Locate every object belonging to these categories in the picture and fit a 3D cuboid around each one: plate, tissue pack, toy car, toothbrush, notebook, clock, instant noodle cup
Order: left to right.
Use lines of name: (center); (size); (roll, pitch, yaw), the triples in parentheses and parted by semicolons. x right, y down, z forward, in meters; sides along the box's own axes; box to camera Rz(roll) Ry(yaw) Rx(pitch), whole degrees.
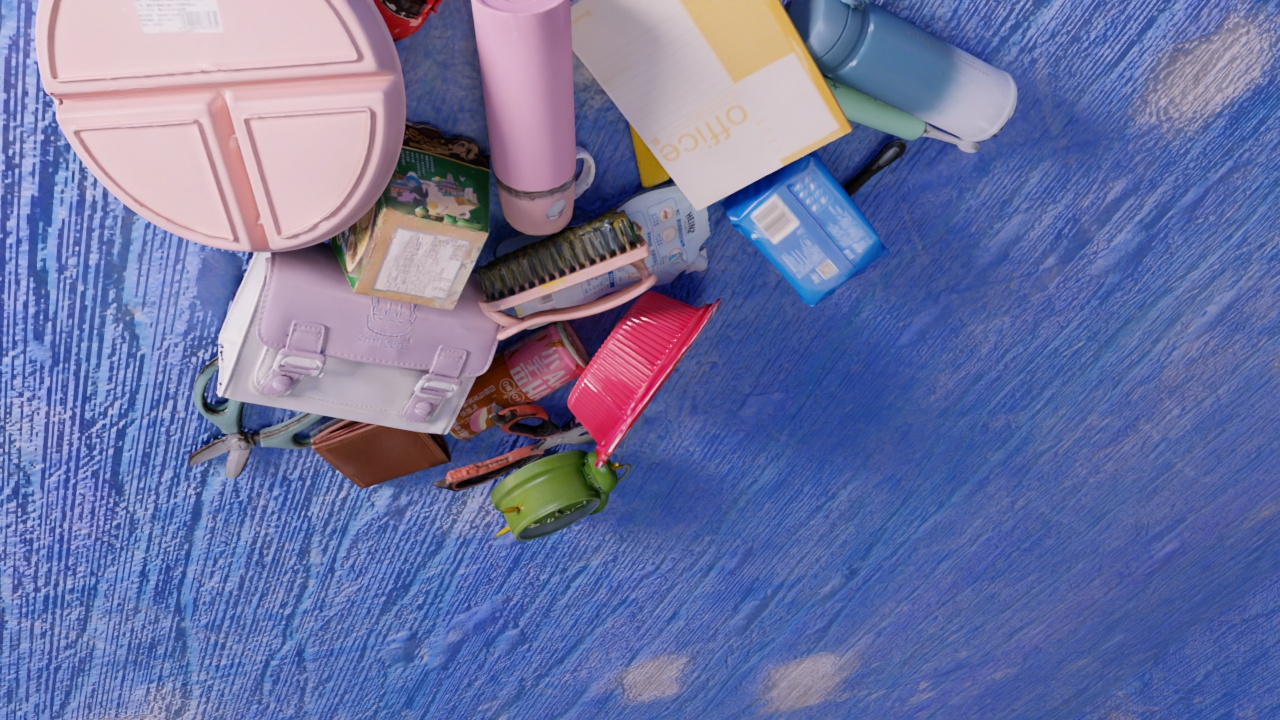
plate: (-0.264, -0.169, 0.575); (0.229, 0.028, 0.230); (1, 121, 2)
toy car: (-0.146, -0.253, 0.600); (0.106, 0.031, 0.049); (-37, 135, 20)
clock: (-0.084, 0.144, 1.002); (0.161, 0.056, 0.116); (-19, 160, -21)
toothbrush: (-0.063, 0.061, 0.976); (0.189, 0.017, 0.014); (-40, 145, 18)
instant noodle cup: (-0.005, 0.005, 0.852); (0.066, 0.193, 0.194); (37, 122, 3)
notebook: (0.051, -0.214, 0.689); (0.146, 0.010, 0.206); (-24, 132, 24)
tissue pack: (0.147, -0.123, 0.823); (0.095, 0.052, 0.157); (-38, 117, 18)
toothbrush: (0.217, -0.212, 0.797); (0.224, 0.027, 0.027); (9, 138, -29)

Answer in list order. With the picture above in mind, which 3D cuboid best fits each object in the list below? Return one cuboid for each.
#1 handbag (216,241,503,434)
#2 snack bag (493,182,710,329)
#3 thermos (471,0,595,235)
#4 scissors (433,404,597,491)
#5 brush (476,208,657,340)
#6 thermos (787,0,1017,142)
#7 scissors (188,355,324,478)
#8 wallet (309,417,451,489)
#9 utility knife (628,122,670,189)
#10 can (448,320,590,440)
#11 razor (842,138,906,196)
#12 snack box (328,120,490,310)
handbag: (-0.231, -0.020, 0.766); (0.196, 0.098, 0.145); (12, 123, -33)
snack bag: (-0.028, -0.093, 0.813); (0.191, 0.038, 0.110); (-20, 132, -3)
thermos: (-0.072, -0.184, 0.675); (0.087, 0.067, 0.199); (-31, 147, -23)
scissors: (-0.103, 0.084, 0.936); (0.189, 0.015, 0.222); (-36, 155, 22)
brush: (-0.062, -0.068, 0.751); (0.145, 0.063, 0.073); (-22, 109, 0)
thermos: (0.210, -0.238, 0.737); (0.220, 0.070, 0.070); (12, 129, -32)
scissors: (-0.338, 0.057, 0.856); (0.178, 0.019, 0.173); (6, 130, -29)
wallet: (-0.253, 0.084, 0.901); (0.101, 0.032, 0.125); (-20, 150, -1)
utility knife: (0.000, -0.199, 0.729); (0.033, 0.015, 0.155); (-5, 139, 7)
can: (-0.123, 0.019, 0.875); (0.147, 0.057, 0.058); (-30, 138, 9)
razor: (0.188, -0.153, 0.851); (0.042, 0.022, 0.143); (36, 115, -20)
snack box: (-0.173, -0.102, 0.690); (0.118, 0.105, 0.118); (10, 130, -30)
